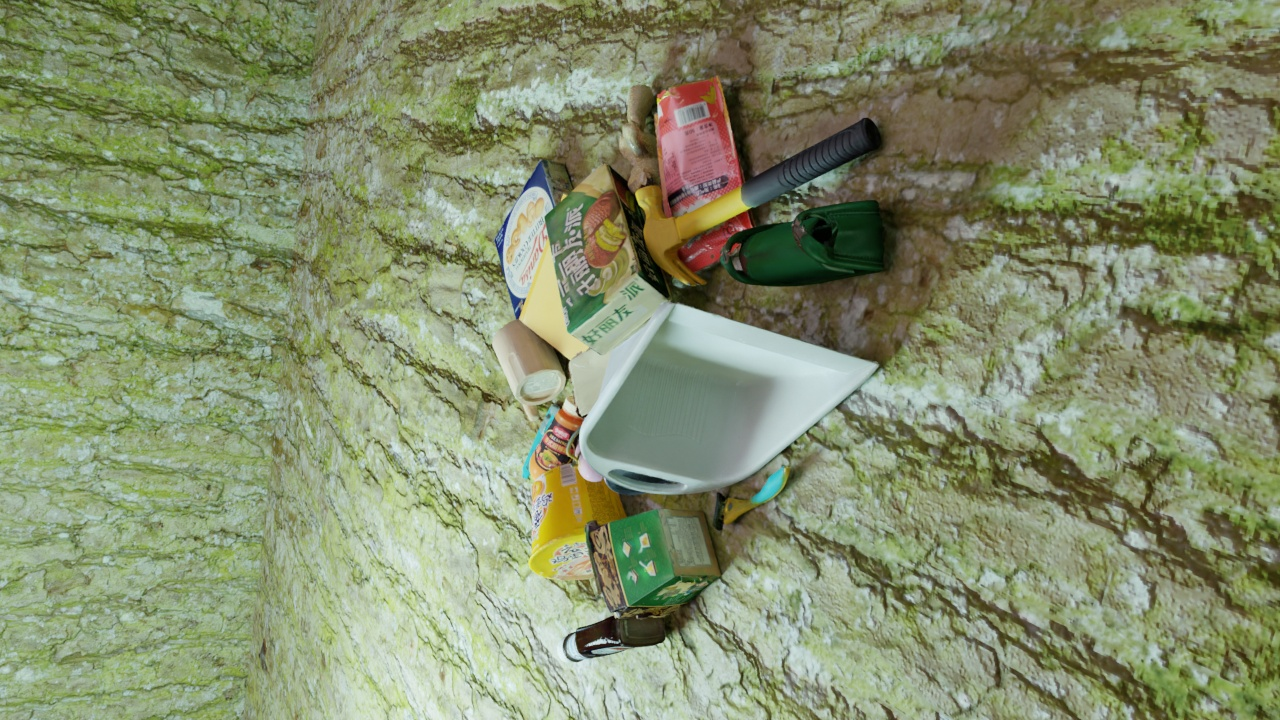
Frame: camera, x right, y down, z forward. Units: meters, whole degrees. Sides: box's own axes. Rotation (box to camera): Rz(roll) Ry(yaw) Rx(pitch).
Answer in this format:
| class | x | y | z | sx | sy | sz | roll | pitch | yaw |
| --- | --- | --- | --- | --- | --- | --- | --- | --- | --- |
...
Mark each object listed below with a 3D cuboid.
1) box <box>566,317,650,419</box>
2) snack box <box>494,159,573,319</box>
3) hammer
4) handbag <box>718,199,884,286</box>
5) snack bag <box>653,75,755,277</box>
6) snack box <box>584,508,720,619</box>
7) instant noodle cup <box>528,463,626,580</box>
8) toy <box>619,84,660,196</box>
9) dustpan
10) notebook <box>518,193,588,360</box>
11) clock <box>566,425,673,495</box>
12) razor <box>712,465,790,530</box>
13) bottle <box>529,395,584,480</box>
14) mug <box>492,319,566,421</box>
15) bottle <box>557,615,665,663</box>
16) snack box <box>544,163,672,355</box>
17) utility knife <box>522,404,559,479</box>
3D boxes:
| class | x | y | z | sx | sy | sz | roll | pitch | yaw |
| --- | --- | --- | --- | --- | --- | --- | --- | --- | --- |
| box | -0.006 | 0.007 | 1.079 | 0.169 | 0.080 | 0.091 | -26 | 65 | 32 |
| snack box | -0.150 | -0.174 | 1.380 | 0.178 | 0.045 | 0.182 | -50 | 48 | 40 |
| hammer | 0.114 | -0.172 | 0.957 | 0.302 | 0.032 | 0.128 | -22 | 82 | 43 |
| handbag | 0.155 | -0.109 | 0.858 | 0.132 | 0.120 | 0.068 | -4 | 89 | 54 |
| snack bag | 0.068 | -0.210 | 1.051 | 0.129 | 0.073 | 0.207 | -20 | 76 | 43 |
| snack box | 0.021 | 0.221 | 1.044 | 0.106 | 0.118 | 0.117 | -35 | 58 | 35 |
| instant noodle cup | -0.080 | 0.203 | 1.172 | 0.138 | 0.138 | 0.109 | -50 | 40 | 41 |
| toy | 0.006 | -0.274 | 1.155 | 0.105 | 0.066 | 0.157 | 92 | 174 | -70 |
| dustpan | 0.060 | 0.060 | 0.904 | 0.258 | 0.222 | 0.142 | 164 | 119 | -66 |
| notebook | -0.088 | -0.105 | 1.264 | 0.146 | 0.010 | 0.207 | 36 | 120 | 25 |
| clock | -0.011 | 0.095 | 1.048 | 0.117 | 0.158 | 0.059 | -58 | 43 | 33 |
| razor | 0.120 | 0.140 | 0.964 | 0.133 | 0.028 | 0.043 | -45 | 22 | 48 |
| bottle | -0.103 | 0.104 | 1.276 | 0.067 | 0.066 | 0.150 | 43 | 114 | 49 |
| mug | -0.167 | 0.016 | 1.363 | 0.125 | 0.084 | 0.103 | 107 | 146 | -45 |
| bottle | -0.047 | 0.348 | 1.146 | 0.195 | 0.079 | 0.044 | -36 | 54 | 51 |
| snack box | -0.044 | -0.127 | 1.110 | 0.115 | 0.063 | 0.239 | -38 | 41 | 21 |
| utility knife | -0.152 | 0.122 | 1.383 | 0.152 | 0.013 | 0.029 | -64 | 34 | 29 |
